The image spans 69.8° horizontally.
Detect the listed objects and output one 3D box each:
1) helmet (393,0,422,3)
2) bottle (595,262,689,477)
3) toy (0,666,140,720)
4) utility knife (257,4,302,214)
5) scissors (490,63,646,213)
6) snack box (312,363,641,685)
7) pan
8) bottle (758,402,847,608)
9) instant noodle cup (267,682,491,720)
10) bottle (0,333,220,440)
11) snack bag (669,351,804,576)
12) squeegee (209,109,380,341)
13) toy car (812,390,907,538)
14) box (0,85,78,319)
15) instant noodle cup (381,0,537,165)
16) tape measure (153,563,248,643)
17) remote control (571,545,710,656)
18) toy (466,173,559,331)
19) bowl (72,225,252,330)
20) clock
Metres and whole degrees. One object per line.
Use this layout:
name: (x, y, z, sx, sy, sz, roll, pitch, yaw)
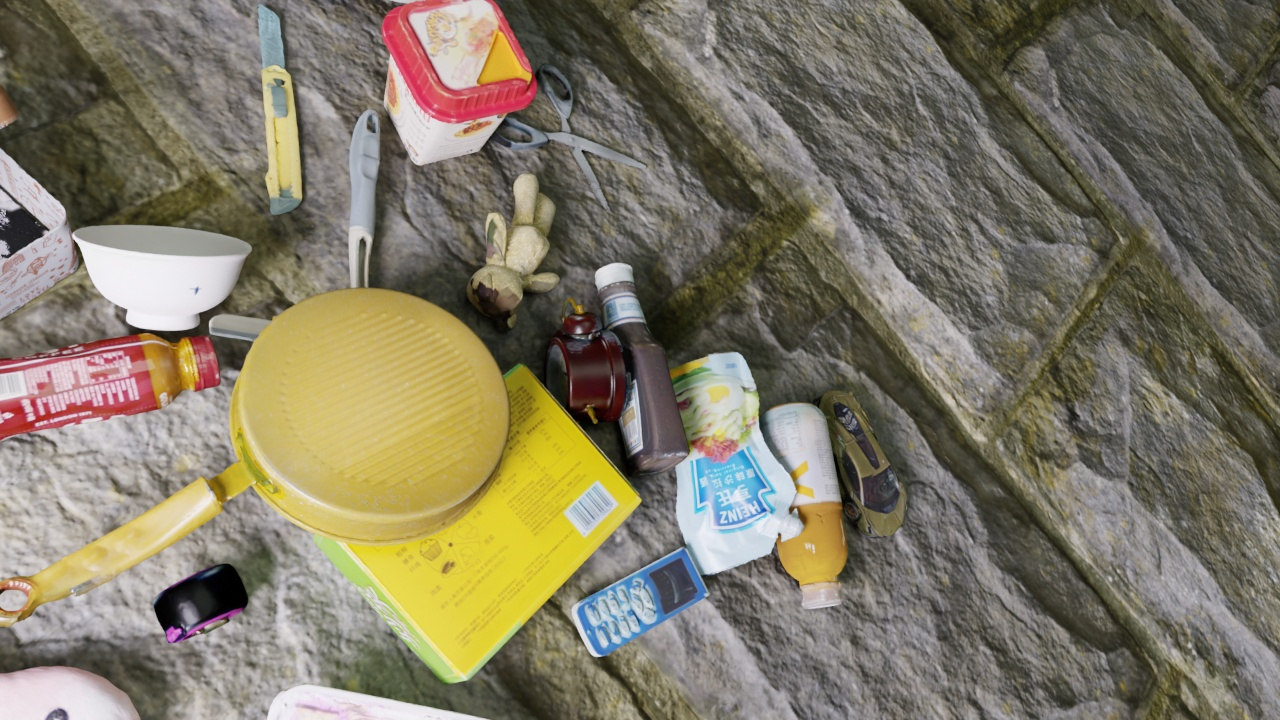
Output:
helmet: (-0.230, -0.446, 0.870, 0.229, 0.157, 0.273, -8, 62, -27)
bottle: (-0.005, 0.005, 0.837, 0.044, 0.080, 0.194, -4, 70, -27)
toy: (-0.393, 0.242, 0.559, 0.159, 0.054, 0.121, 24, 60, -7)
utility knife: (-0.323, -0.225, 0.815, 0.030, 0.022, 0.216, 0, 65, -33)
scissors: (-0.073, -0.230, 0.945, 0.179, 0.014, 0.159, 11, 67, -25)
snack box: (-0.125, 0.125, 0.730, 0.157, 0.070, 0.209, 48, 57, -1)
pan: (-0.253, 0.072, 0.631, 0.356, 0.078, 0.197, -27, 73, -37)
bottle: (0.156, 0.136, 0.869, 0.068, 0.068, 0.189, 3, 68, -26)
instant noodle cup: (-0.184, 0.307, 0.630, 0.173, 0.060, 0.137, 19, 62, -18)
bottle: (-0.394, 0.017, 0.648, 0.174, 0.058, 0.057, -12, 75, -30)
snack bag: (0.074, 0.092, 0.846, 0.110, 0.039, 0.191, -17, 73, -4)
squeegee: (-0.238, -0.106, 0.790, 0.246, 0.039, 0.246, 11, 63, -38)
toy car: (0.223, 0.105, 0.935, 0.070, 0.042, 0.158, -24, 84, -32)
box: (-0.486, -0.103, 0.582, 0.152, 0.175, 0.181, 44, 57, -5)
instant noodle cup: (-0.173, -0.248, 0.832, 0.116, 0.124, 0.116, -23, 82, -32)
tape measure: (-0.301, 0.168, 0.631, 0.056, 0.058, 0.039, -24, 82, -35)
remote control: (0.001, 0.206, 0.787, 0.124, 0.024, 0.049, -20, 79, -31)
toy: (-0.116, -0.105, 0.844, 0.105, 0.066, 0.156, 58, 38, -48)
bowl: (-0.356, -0.059, 0.686, 0.118, 0.118, 0.065, 3, 105, -26)
clock: (-0.052, 0.004, 0.813, 0.055, 0.082, 0.122, -5, 74, -22)
